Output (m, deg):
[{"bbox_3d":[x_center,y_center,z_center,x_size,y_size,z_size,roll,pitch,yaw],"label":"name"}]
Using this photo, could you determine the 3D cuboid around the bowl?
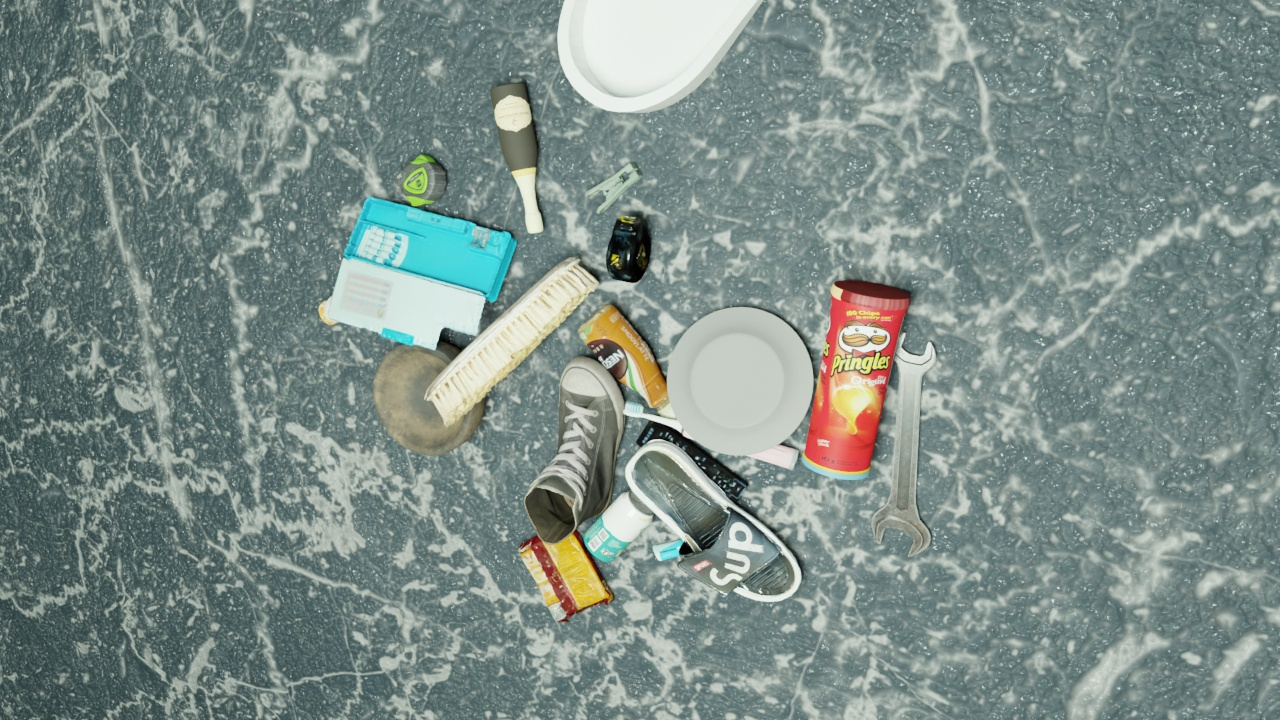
[{"bbox_3d":[-0.285,0.046,1.277,0.162,0.070,0.162,6,105,21],"label":"bowl"}]

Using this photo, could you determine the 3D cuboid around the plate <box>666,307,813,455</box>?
[{"bbox_3d":[0.116,0.024,1.097,0.179,0.012,0.178,-1,86,18],"label":"plate"}]

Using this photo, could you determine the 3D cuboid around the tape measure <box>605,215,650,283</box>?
[{"bbox_3d":[-0.014,-0.131,1.121,0.042,0.072,0.071,10,78,15],"label":"tape measure"}]

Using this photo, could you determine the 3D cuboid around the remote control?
[{"bbox_3d":[0.067,0.131,1.181,0.150,0.022,0.047,36,113,9],"label":"remote control"}]

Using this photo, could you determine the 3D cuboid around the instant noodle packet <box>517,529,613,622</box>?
[{"bbox_3d":[-0.105,0.297,1.284,0.099,0.039,0.135,-30,89,26],"label":"instant noodle packet"}]

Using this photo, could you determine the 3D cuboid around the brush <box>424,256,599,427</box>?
[{"bbox_3d":[-0.165,-0.026,1.164,0.271,0.083,0.056,-43,86,3],"label":"brush"}]

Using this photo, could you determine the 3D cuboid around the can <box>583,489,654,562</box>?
[{"bbox_3d":[-0.028,0.220,1.223,0.055,0.054,0.102,44,115,7],"label":"can"}]

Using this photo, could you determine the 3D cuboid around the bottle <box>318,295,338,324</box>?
[{"bbox_3d":[-0.405,-0.083,1.299,0.109,0.063,0.063,-16,96,26],"label":"bottle"}]

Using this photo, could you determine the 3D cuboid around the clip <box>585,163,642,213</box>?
[{"bbox_3d":[-0.033,-0.215,1.134,0.075,0.023,0.037,-35,88,24],"label":"clip"}]

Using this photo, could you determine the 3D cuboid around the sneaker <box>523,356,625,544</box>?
[{"bbox_3d":[-0.088,0.116,1.179,0.095,0.119,0.235,17,113,19],"label":"sneaker"}]

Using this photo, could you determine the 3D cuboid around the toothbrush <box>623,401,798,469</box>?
[{"bbox_3d":[0.085,0.091,1.136,0.222,0.027,0.026,17,105,6],"label":"toothbrush"}]

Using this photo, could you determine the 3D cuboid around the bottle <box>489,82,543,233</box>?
[{"bbox_3d":[-0.150,-0.253,1.160,0.045,0.045,0.184,-6,101,24],"label":"bottle"}]

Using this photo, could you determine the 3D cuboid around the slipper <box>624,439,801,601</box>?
[{"bbox_3d":[0.082,0.214,1.153,0.264,0.063,0.111,47,118,6],"label":"slipper"}]

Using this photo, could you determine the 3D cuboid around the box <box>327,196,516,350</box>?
[{"bbox_3d":[-0.296,-0.110,1.220,0.227,0.039,0.181,16,82,17],"label":"box"}]

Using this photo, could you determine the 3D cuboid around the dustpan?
[{"bbox_3d":[0.016,-0.408,1.048,0.191,0.053,0.258,42,115,8],"label":"dustpan"}]

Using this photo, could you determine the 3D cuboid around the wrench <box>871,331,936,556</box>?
[{"bbox_3d":[0.312,0.101,1.077,0.070,0.010,0.273,5,105,21],"label":"wrench"}]

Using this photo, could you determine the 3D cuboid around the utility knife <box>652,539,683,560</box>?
[{"bbox_3d":[0.080,0.237,1.205,0.141,0.015,0.022,-21,74,24],"label":"utility knife"}]

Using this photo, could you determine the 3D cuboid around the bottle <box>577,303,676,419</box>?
[{"bbox_3d":[-0.007,0.007,1.160,0.059,0.059,0.167,-38,96,26],"label":"bottle"}]

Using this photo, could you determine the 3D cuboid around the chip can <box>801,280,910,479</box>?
[{"bbox_3d":[0.242,0.022,1.045,0.087,0.086,0.213,14,109,19],"label":"chip can"}]

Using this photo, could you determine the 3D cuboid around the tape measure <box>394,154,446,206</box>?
[{"bbox_3d":[-0.289,-0.239,1.228,0.066,0.035,0.058,-27,82,29],"label":"tape measure"}]
